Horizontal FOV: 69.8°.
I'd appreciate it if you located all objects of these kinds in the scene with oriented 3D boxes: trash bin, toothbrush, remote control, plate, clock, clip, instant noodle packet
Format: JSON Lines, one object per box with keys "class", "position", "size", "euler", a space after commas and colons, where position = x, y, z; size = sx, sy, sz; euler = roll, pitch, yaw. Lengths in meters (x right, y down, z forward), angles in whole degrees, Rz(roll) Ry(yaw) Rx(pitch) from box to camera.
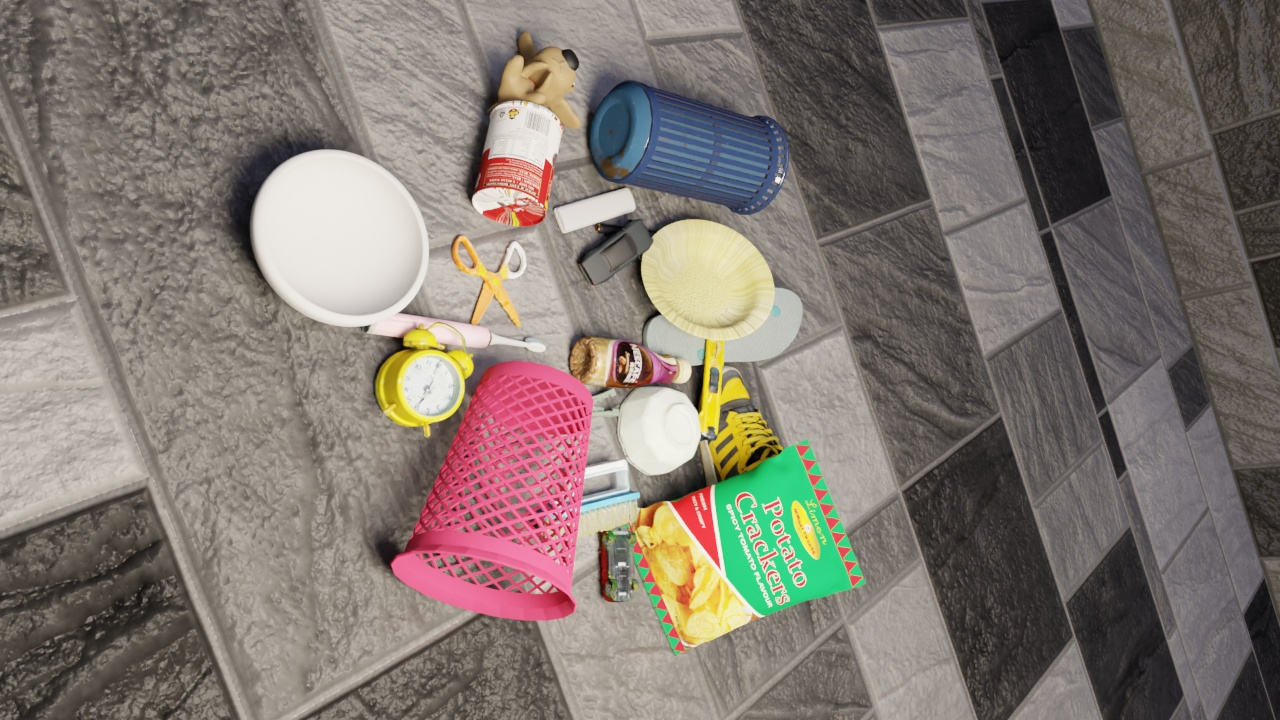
{"class": "trash bin", "position": [0.062, -0.282, 1.222], "size": [0.249, 0.140, 0.139], "euler": [4, 78, -38]}
{"class": "toothbrush", "position": [-0.199, -0.029, 1.015], "size": [0.222, 0.027, 0.026], "euler": [9, 41, -40]}
{"class": "remote control", "position": [-0.057, -0.195, 1.182], "size": [0.130, 0.012, 0.033], "euler": [-26, 97, -41]}
{"class": "plate", "position": [0.085, -0.101, 1.223], "size": [0.184, 0.036, 0.184], "euler": [7, 62, -14]}
{"class": "clock", "position": [-0.224, 0.016, 0.960], "size": [0.083, 0.057, 0.118], "euler": [34, 66, -30]}
{"class": "clip", "position": [-0.057, 0.063, 1.117], "size": [0.078, 0.023, 0.050], "euler": [-27, 97, -43]}
{"class": "instant noodle packet", "position": [0.122, 0.232, 1.123], "size": [0.090, 0.253, 0.195], "euler": [-78, 146, -82]}

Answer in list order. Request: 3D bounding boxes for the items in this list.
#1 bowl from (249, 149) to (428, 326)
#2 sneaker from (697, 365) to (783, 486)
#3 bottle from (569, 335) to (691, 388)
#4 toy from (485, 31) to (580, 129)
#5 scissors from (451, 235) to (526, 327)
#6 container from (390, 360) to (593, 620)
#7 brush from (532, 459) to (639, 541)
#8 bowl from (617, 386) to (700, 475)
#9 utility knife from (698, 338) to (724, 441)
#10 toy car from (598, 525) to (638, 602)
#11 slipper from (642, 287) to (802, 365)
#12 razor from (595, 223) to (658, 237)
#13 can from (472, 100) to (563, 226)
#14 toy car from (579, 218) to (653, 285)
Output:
{"class": "bowl", "position": [-0.305, -0.116, 0.915], "size": [0.176, 0.066, 0.176], "euler": [11, 73, -39]}
{"class": "sneaker", "position": [0.151, 0.117, 1.216], "size": [0.085, 0.122, 0.238], "euler": [0, 81, -42]}
{"class": "bottle", "position": [-0.007, 0.007, 1.146], "size": [0.165, 0.060, 0.059], "euler": [7, 75, -39]}
{"class": "toy", "position": [-0.126, -0.335, 1.105], "size": [0.134, 0.106, 0.108], "euler": [59, 39, -9]}
{"class": "scissors", "position": [-0.168, -0.095, 1.065], "size": [0.127, 0.011, 0.125], "euler": [-39, 105, -39]}
{"class": "container", "position": [-0.133, 0.128, 0.949], "size": [0.183, 0.184, 0.225], "euler": [33, 53, -31]}
{"class": "brush", "position": [-0.068, 0.162, 1.062], "size": [0.135, 0.055, 0.075], "euler": [-8, 90, -41]}
{"class": "bowl", "position": [0.033, 0.086, 1.163], "size": [0.117, 0.061, 0.117], "euler": [10, 75, -39]}
{"class": "utility knife", "position": [0.095, 0.014, 1.220], "size": [0.030, 0.018, 0.190], "euler": [12, 72, -24]}
{"class": "toy car", "position": [-0.028, 0.241, 1.091], "size": [0.042, 0.036, 0.091], "euler": [9, 75, -39]}
{"class": "slipper", "position": [0.113, -0.037, 1.275], "size": [0.268, 0.055, 0.098], "euler": [-14, 92, -30]}
{"class": "razor", "position": [0.003, -0.168, 1.220], "size": [0.144, 0.022, 0.042], "euler": [3, 77, -40]}
{"class": "can", "position": [-0.142, -0.228, 1.067], "size": [0.086, 0.087, 0.116], "euler": [22, 67, -35]}
{"class": "toy car", "position": [-0.029, -0.138, 1.166], "size": [0.112, 0.034, 0.046], "euler": [-39, 111, -25]}
